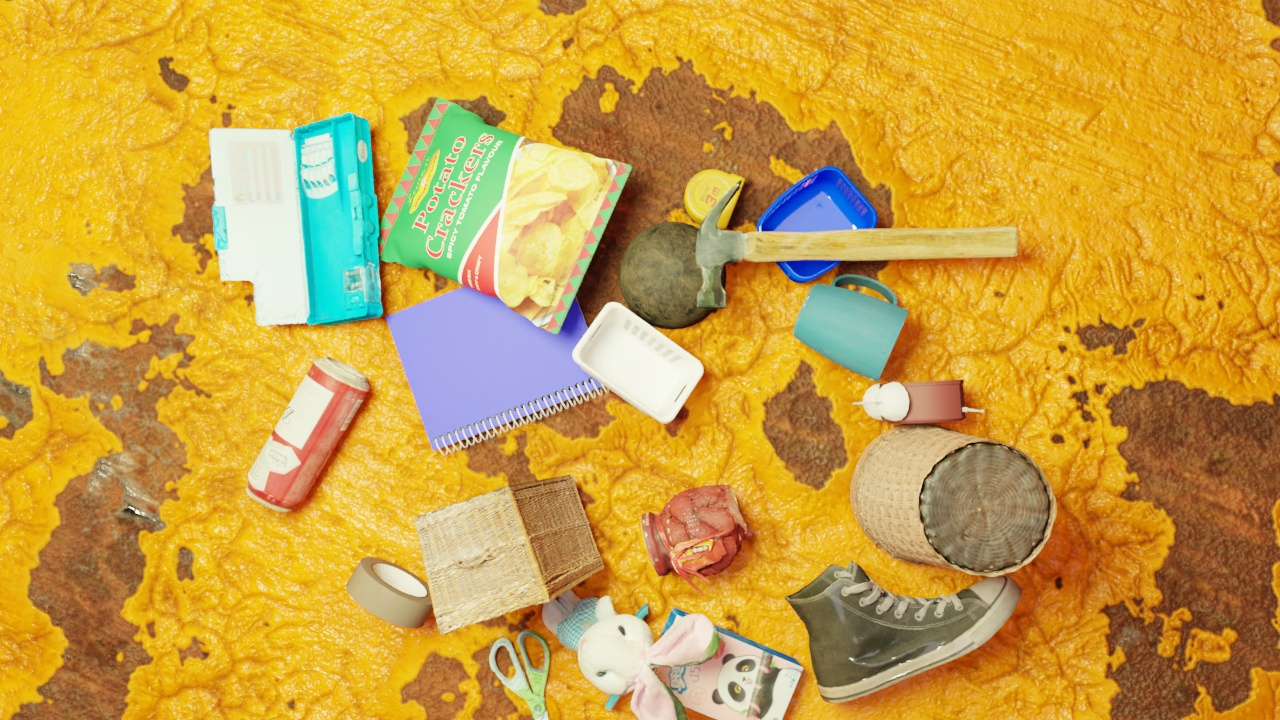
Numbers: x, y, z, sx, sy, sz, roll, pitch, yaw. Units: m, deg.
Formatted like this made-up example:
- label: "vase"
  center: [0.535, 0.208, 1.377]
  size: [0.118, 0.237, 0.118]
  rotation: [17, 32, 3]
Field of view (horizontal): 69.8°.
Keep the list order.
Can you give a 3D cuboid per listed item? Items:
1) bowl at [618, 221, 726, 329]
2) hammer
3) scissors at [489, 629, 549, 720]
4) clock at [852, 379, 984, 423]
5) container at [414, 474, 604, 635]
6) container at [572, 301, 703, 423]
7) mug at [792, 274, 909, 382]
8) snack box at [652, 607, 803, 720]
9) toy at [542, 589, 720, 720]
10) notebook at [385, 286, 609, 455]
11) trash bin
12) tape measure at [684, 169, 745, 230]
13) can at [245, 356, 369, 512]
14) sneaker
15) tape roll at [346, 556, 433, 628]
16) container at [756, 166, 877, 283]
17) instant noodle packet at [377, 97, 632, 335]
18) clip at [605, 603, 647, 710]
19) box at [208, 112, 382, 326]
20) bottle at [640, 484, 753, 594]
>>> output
- label: "bowl"
  center: [0.035, -0.097, 1.009]
  size: [0.121, 0.056, 0.121]
  rotation: [0, 87, 3]
- label: "hammer"
  center: [0.223, -0.122, 0.956]
  size: [0.330, 0.033, 0.132]
  rotation: [-1, 86, 2]
- label: "scissors"
  center: [-0.109, 0.383, 1.012]
  size: [0.072, 0.033, 0.175]
  rotation: [-23, 90, -1]
- label: "clock"
  center: [0.290, 0.044, 0.976]
  size: [0.124, 0.087, 0.044]
  rotation: [-3, 87, -1]
- label: "container"
  center: [-0.128, 0.189, 0.932]
  size: [0.114, 0.198, 0.112]
  rotation: [-20, 82, 13]
- label: "container"
  center: [-0.006, 0.006, 0.996]
  size: [0.129, 0.050, 0.080]
  rotation: [36, 73, -4]
- label: "mug"
  center: [0.229, -0.046, 0.993]
  size: [0.104, 0.085, 0.112]
  rotation: [24, 59, 13]
- label: "snack box"
  center: [0.088, 0.336, 0.983]
  size: [0.154, 0.033, 0.088]
  rotation: [24, 86, -7]
- label: "toy"
  center: [-0.034, 0.285, 0.943]
  size: [0.206, 0.105, 0.131]
  rotation: [20, 81, 41]
- label: "notebook"
  center: [-0.160, -0.007, 1.032]
  size: [0.209, 0.022, 0.171]
  rotation: [-21, 85, 1]
- label: "trash bin"
  center: [0.300, 0.139, 0.908]
  size: [0.151, 0.210, 0.151]
  rotation: [0, 87, 3]
- label: "tape measure"
  center: [0.078, -0.180, 1.025]
  size: [0.059, 0.030, 0.068]
  rotation: [21, 86, 3]
- label: "can"
  center: [-0.367, 0.081, 1.013]
  size: [0.067, 0.067, 0.170]
  rotation: [30, 89, 4]
- label: "sneaker"
  center: [0.275, 0.256, 0.965]
  size: [0.235, 0.095, 0.120]
  rotation: [-25, 88, 9]
- label: "tape roll"
  center: [-0.266, 0.249, 0.986]
  size: [0.094, 0.093, 0.030]
  rotation: [30, 88, 4]
- label: "container"
  center: [0.189, -0.145, 1.004]
  size: [0.114, 0.058, 0.096]
  rotation: [-39, 86, 0]
- label: "instant noodle packet"
  center: [-0.158, -0.163, 1.001]
  size: [0.253, 0.090, 0.195]
  rotation: [23, 88, 18]
- label: "clip"
  center: [-0.008, 0.325, 1.005]
  size: [0.113, 0.028, 0.126]
  rotation: [24, 87, -2]
- label: "box"
  center: [-0.379, -0.152, 1.027]
  size: [0.181, 0.074, 0.227]
  rotation: [-5, 87, 3]
- label: "bottle"
  center: [0.063, 0.186, 0.974]
  size: [0.111, 0.099, 0.099]
  rotation: [-18, 86, 6]
